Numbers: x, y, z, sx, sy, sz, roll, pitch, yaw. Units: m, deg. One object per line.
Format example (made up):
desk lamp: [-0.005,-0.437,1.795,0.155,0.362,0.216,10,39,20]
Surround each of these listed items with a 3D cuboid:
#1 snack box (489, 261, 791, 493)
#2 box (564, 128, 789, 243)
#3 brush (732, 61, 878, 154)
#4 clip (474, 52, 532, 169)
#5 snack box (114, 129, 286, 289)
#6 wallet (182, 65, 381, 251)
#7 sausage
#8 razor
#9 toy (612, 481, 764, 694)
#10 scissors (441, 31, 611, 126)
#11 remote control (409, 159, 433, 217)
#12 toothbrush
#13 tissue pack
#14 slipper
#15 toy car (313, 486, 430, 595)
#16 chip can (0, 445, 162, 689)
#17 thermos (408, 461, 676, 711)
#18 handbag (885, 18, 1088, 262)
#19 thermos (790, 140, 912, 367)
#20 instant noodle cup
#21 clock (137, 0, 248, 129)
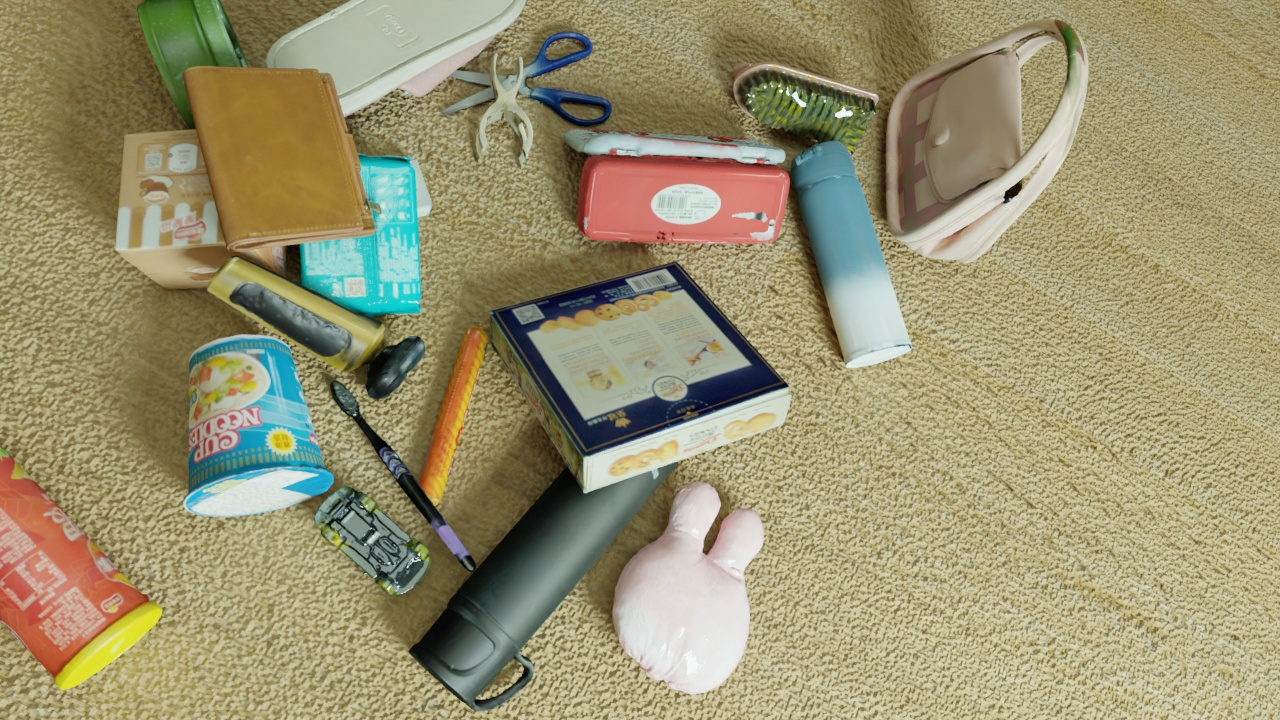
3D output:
snack box: [-0.004,0.004,0.739,0.177,0.046,0.182,-17,47,-23]
box: [0.031,-0.163,0.855,0.200,0.100,0.095,-1,114,-21]
brush: [0.160,-0.261,0.922,0.145,0.063,0.072,13,40,-12]
clip: [-0.109,-0.218,0.821,0.086,0.035,0.104,23,73,-11]
snack box: [-0.322,-0.112,0.684,0.093,0.077,0.094,-4,73,-2]
wallet: [-0.247,-0.147,0.654,0.118,0.035,0.130,-11,81,-38]
sausage: [-0.150,0.043,0.736,0.021,0.021,0.165,18,69,-13]
razor: [-0.235,-0.024,0.671,0.062,0.067,0.167,-46,130,11]
toy: [0.044,0.182,0.740,0.121,0.054,0.159,33,66,-14]
scissors: [-0.102,-0.255,0.854,0.162,0.012,0.162,38,67,-4]
remote control: [-0.239,-0.133,0.761,0.124,0.024,0.049,-17,80,-24]
toothbrush: [-0.182,0.085,0.696,0.014,0.017,0.189,-34,74,-26]
tissue pack: [-0.222,-0.095,0.724,0.093,0.050,0.133,-4,97,-23]
slipper: [-0.205,-0.286,0.801,0.114,0.055,0.273,41,60,4]
toy car: [-0.199,0.135,0.682,0.091,0.036,0.043,42,64,-1]
chip can: [-0.415,0.112,0.595,0.216,0.073,0.073,46,65,-1]
thermos: [-0.066,0.155,0.712,0.242,0.068,0.090,-48,120,-23]
handbag: [0.332,-0.219,0.867,0.093,0.235,0.193,13,69,-17]
thermos: [0.199,-0.105,0.881,0.070,0.070,0.220,-8,76,-21]
instant noodle cup: [-0.280,0.045,0.658,0.099,0.099,0.109,-10,69,-22]
clock: [-0.344,-0.247,0.712,0.056,0.116,0.161,-21,83,-13]
